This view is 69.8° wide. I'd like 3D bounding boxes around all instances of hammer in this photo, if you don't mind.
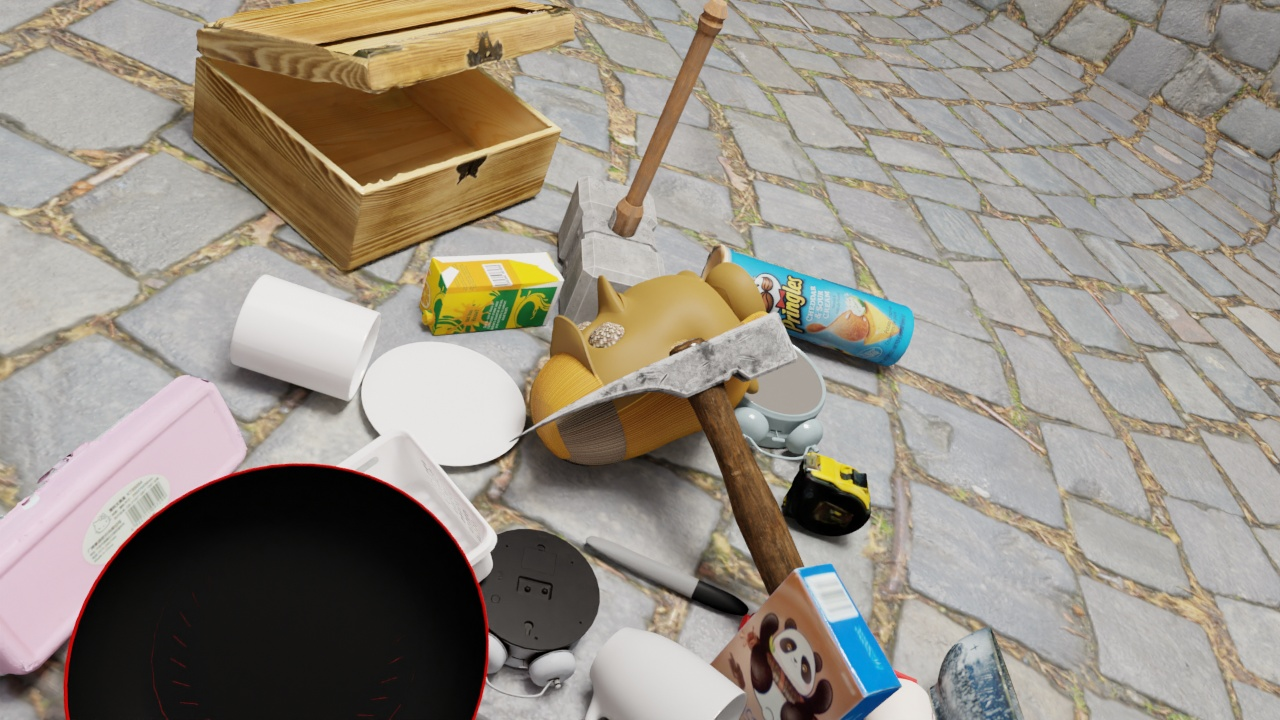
[{"bbox_3d":[0.057,0.139,0.677,0.217,0.037,0.300,-23,88,-4],"label":"hammer"},{"bbox_3d":[0.010,-0.183,0.844,0.083,0.319,0.162,12,42,-17],"label":"hammer"}]

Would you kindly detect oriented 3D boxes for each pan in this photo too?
[{"bbox_3d":[-0.138,0.212,0.510,0.356,0.067,0.208,46,71,-10],"label":"pan"}]

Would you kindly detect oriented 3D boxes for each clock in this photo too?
[{"bbox_3d":[-0.079,0.175,0.635,0.094,0.035,0.122,17,42,-11],"label":"clock"},{"bbox_3d":[0.120,0.034,0.886,0.122,0.045,0.159,10,41,-18],"label":"clock"}]

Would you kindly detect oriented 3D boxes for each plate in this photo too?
[{"bbox_3d":[-0.161,0.036,0.757,0.134,0.011,0.134,15,41,-14],"label":"plate"}]

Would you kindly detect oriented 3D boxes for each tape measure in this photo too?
[{"bbox_3d":[0.164,0.119,0.797,0.072,0.072,0.042,14,37,-5],"label":"tape measure"}]

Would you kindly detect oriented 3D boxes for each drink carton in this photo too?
[{"bbox_3d":[-0.139,-0.062,0.837,0.122,0.058,0.041,-8,51,-34],"label":"drink carton"}]

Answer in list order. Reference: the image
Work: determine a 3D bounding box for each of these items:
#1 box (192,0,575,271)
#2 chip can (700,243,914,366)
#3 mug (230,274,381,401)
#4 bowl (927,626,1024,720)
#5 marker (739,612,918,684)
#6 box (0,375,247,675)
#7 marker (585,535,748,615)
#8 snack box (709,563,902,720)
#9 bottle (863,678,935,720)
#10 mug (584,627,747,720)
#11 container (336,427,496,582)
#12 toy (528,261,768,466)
[{"bbox_3d":[-0.249,-0.276,0.895,0.257,0.216,0.278,38,43,16],"label":"box"},{"bbox_3d":[0.177,-0.058,0.992,0.229,0.080,0.079,17,41,-13],"label":"chip can"},{"bbox_3d":[-0.259,-0.022,0.730,0.090,0.074,0.110,19,15,-9],"label":"mug"},{"bbox_3d":[0.252,0.263,0.688,0.114,0.061,0.114,55,24,-40],"label":"bowl"},{"bbox_3d":[0.145,0.229,0.707,0.145,0.021,0.023,24,47,-3],"label":"marker"},{"bbox_3d":[-0.346,0.094,0.566,0.095,0.088,0.201,0,34,21],"label":"box"},{"bbox_3d":[0.021,0.167,0.715,0.138,0.016,0.022,25,9,-1],"label":"marker"},{"bbox_3d":[0.097,0.210,0.600,0.034,0.152,0.087,-1,47,-31],"label":"snack box"},{"bbox_3d":[0.183,0.295,0.634,0.051,0.051,0.145,20,40,-8],"label":"bottle"},{"bbox_3d":[0.001,0.233,0.600,0.089,0.071,0.107,32,67,28],"label":"mug"},{"bbox_3d":[-0.155,0.114,0.616,0.080,0.050,0.129,-36,54,-19],"label":"container"},{"bbox_3d":[-0.004,0.005,0.769,0.203,0.199,0.162,-32,103,-24],"label":"toy"}]
